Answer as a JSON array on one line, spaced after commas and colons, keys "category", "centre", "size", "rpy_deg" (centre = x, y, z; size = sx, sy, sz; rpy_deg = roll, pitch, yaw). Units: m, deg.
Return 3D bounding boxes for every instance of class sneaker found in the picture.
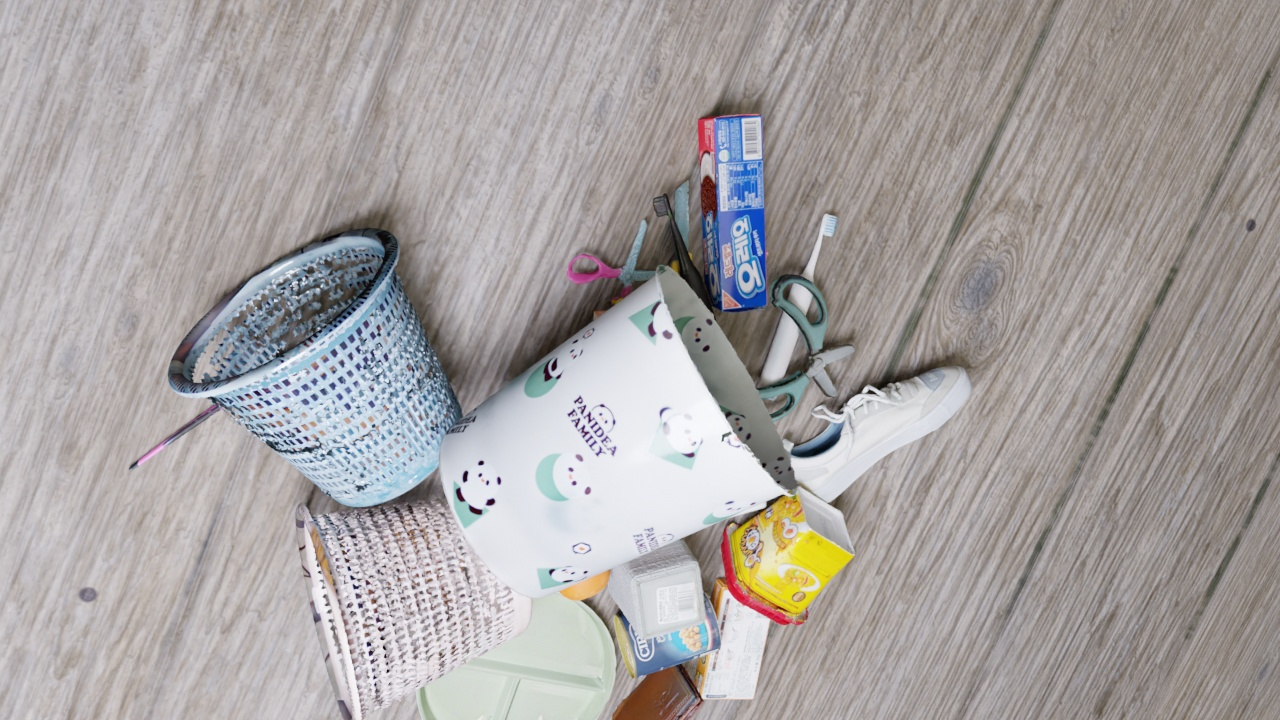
[{"category": "sneaker", "centre": [0.271, 0.066, 1.082], "size": [0.242, 0.089, 0.091], "rpy_deg": [-36, 106, 1]}]

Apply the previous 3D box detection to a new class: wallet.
[{"category": "wallet", "centre": [0.016, 0.416, 1.079], "size": [0.032, 0.101, 0.124], "rpy_deg": [40, 90, -19]}]

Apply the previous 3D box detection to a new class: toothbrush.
[{"category": "toothbrush", "centre": [-0.424, 0.053, 0.908], "size": [0.189, 0.014, 0.018], "rpy_deg": [-37, 120, -5]}, {"category": "toothbrush", "centre": [0.055, -0.081, 0.989], "size": [0.027, 0.026, 0.213], "rpy_deg": [-15, 118, 13]}, {"category": "toothbrush", "centre": [0.179, -0.061, 1.052], "size": [0.026, 0.026, 0.221], "rpy_deg": [19, 97, 5]}]

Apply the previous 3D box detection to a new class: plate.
[{"category": "plate", "centre": [-0.142, 0.362, 1.059], "size": [0.230, 0.027, 0.230], "rpy_deg": [-4, 104, -16]}]

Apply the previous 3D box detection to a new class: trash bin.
[{"category": "trash bin", "centre": [-0.025, 0.077, 0.825], "size": [0.252, 0.229, 0.229], "rpy_deg": [-31, 111, 13]}, {"category": "trash bin", "centre": [-0.223, 0.229, 0.919], "size": [0.191, 0.228, 0.227], "rpy_deg": [-13, 107, -27]}, {"category": "trash bin", "centre": [-0.276, 0.021, 0.851], "size": [0.226, 0.226, 0.195], "rpy_deg": [-32, 123, -7]}]

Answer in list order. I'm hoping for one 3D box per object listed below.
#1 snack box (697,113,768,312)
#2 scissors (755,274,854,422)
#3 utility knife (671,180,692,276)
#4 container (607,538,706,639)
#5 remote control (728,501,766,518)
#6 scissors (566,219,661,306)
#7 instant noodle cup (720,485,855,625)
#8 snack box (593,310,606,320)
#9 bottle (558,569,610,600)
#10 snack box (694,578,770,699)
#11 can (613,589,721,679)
[{"category": "snack box", "centre": [0.100, -0.157, 0.988], "size": [0.057, 0.058, 0.207], "rpy_deg": [-8, 105, -15]}, {"category": "scissors", "centre": [0.162, -0.009, 1.033], "size": [0.174, 0.019, 0.170], "rpy_deg": [-28, 113, -13]}, {"category": "utility knife", "centre": [0.047, -0.081, 1.010], "size": [0.033, 0.015, 0.231], "rpy_deg": [-13, 110, -36]}, {"category": "container", "centre": [0.016, 0.246, 1.030], "size": [0.090, 0.114, 0.090], "rpy_deg": [-12, 106, -13]}, {"category": "remote control", "centre": [0.069, 0.170, 1.058], "size": [0.150, 0.058, 0.021], "rpy_deg": [-14, 105, -13]}, {"category": "scissors", "centre": [-0.021, -0.089, 0.988], "size": [0.136, 0.017, 0.133], "rpy_deg": [12, 102, -27]}, {"category": "instant noodle cup", "centre": [0.171, 0.220, 1.055], "size": [0.116, 0.116, 0.124], "rpy_deg": [32, 116, -21]}, {"category": "snack box", "centre": [-0.006, 0.006, 0.967], "size": [0.077, 0.094, 0.093], "rpy_deg": [-3, 117, -15]}, {"category": "bottle", "centre": [-0.088, 0.191, 1.018], "size": [0.066, 0.067, 0.149], "rpy_deg": [-27, 102, -9]}, {"category": "snack box", "centre": [0.116, 0.345, 1.131], "size": [0.075, 0.026, 0.154], "rpy_deg": [7, 102, -18]}, {"category": "can", "centre": [0.033, 0.319, 1.074], "size": [0.111, 0.075, 0.075], "rpy_deg": [-14, 106, -13]}]
